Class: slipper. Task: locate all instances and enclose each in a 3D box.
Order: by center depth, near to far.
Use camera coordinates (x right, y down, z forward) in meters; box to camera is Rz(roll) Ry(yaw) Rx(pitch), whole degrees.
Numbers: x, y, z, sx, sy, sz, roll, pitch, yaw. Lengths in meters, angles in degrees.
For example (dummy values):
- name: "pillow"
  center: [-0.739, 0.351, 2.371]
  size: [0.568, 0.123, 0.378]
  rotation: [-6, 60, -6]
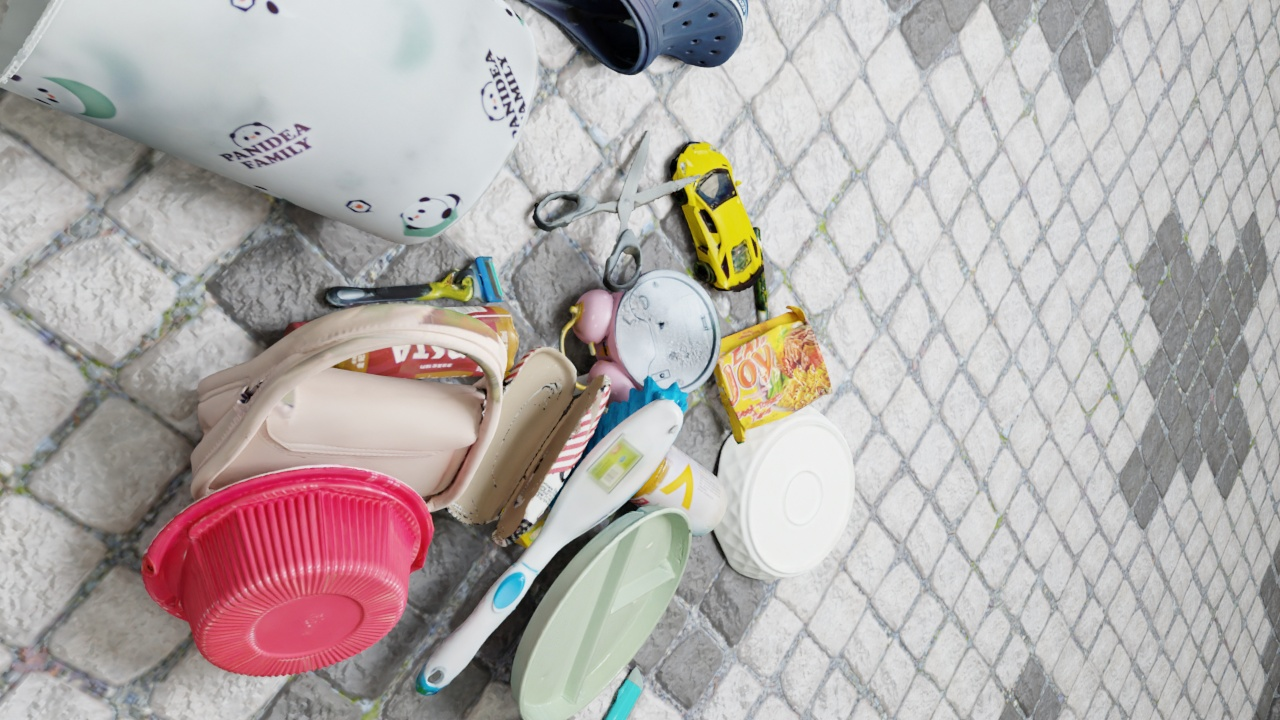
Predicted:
- name: "slipper"
  center: [-0.008, -0.297, 0.778]
  size: [0.252, 0.105, 0.095]
  rotation: [7, 85, -36]

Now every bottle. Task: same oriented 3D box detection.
- name: "bottle"
  center: [-0.184, -0.013, 0.715]
  size: [0.174, 0.057, 0.057]
  rotation: [-4, 99, -37]
- name: "bottle"
  center: [0.006, 0.103, 0.871]
  size: [0.189, 0.068, 0.068]
  rotation: [38, 73, -34]

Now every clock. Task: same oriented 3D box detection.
- name: "clock"
  center: [-0.003, -0.018, 0.842]
  size: [0.158, 0.060, 0.117]
  rotation: [-18, 96, -33]

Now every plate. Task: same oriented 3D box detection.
- name: "plate"
  center: [-0.033, 0.226, 0.827]
  size: [0.229, 0.027, 0.231]
  rotation: [-38, 145, -34]
- name: "plate"
  center: [0.166, 0.147, 1.017]
  size: [0.204, 0.046, 0.205]
  rotation: [-6, 100, -36]

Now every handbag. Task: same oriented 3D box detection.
- name: "handbag"
  center: [-0.180, 0.028, 0.610]
  size: [0.193, 0.235, 0.093]
  rotation: [6, 63, -33]

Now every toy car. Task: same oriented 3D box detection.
- name: "toy car"
  center: [0.075, -0.141, 0.908]
  size: [0.071, 0.041, 0.156]
  rotation: [-34, 115, -30]

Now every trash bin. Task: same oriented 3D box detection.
- name: "trash bin"
  center: [-0.216, -0.206, 0.569]
  size: [0.251, 0.230, 0.229]
  rotation: [26, 81, -43]

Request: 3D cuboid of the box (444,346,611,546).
- name: "box"
  center: [-0.096, 0.066, 0.749]
  size: [0.087, 0.076, 0.162]
  rotation: [32, 78, -10]

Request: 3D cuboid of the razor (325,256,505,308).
- name: "razor"
  center: [-0.180, -0.055, 0.734]
  size: [0.142, 0.022, 0.042]
  rotation: [-10, 70, -32]

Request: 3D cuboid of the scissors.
- name: "scissors"
  center: [-0.018, -0.140, 0.829]
  size: [0.159, 0.014, 0.180]
  rotation: [8, 67, -19]

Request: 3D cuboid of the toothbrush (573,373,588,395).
- name: "toothbrush"
  center: [-0.005, 0.005, 0.881]
  size: [0.179, 0.016, 0.016]
  rotation: [-19, 99, -34]

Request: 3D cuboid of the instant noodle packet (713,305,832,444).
- name: "instant noodle packet"
  center: [0.133, 0.014, 0.958]
  size: [0.128, 0.044, 0.111]
  rotation: [-26, 103, -17]

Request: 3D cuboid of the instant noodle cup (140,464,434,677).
- name: "instant noodle cup"
  center: [-0.232, 0.156, 0.631]
  size: [0.193, 0.065, 0.194]
  rotation: [-17, 140, -15]

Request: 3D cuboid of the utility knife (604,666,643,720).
- name: "utility knife"
  center: [-0.057, 0.404, 0.901]
  size: [0.029, 0.013, 0.221]
  rotation: [47, 66, -34]

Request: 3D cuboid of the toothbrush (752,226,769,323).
- name: "toothbrush"
  center: [0.132, -0.050, 0.979]
  size: [0.012, 0.017, 0.186]
  rotation: [-8, 103, -1]

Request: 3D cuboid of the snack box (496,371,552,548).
- name: "snack box"
  center: [-0.109, 0.088, 0.804]
  size: [0.086, 0.034, 0.140]
  rotation: [-46, 119, -24]

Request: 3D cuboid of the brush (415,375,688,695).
- name: "brush"
  center: [-0.073, 0.142, 0.763]
  size: [0.060, 0.109, 0.315]
  rotation: [42, 97, -9]
